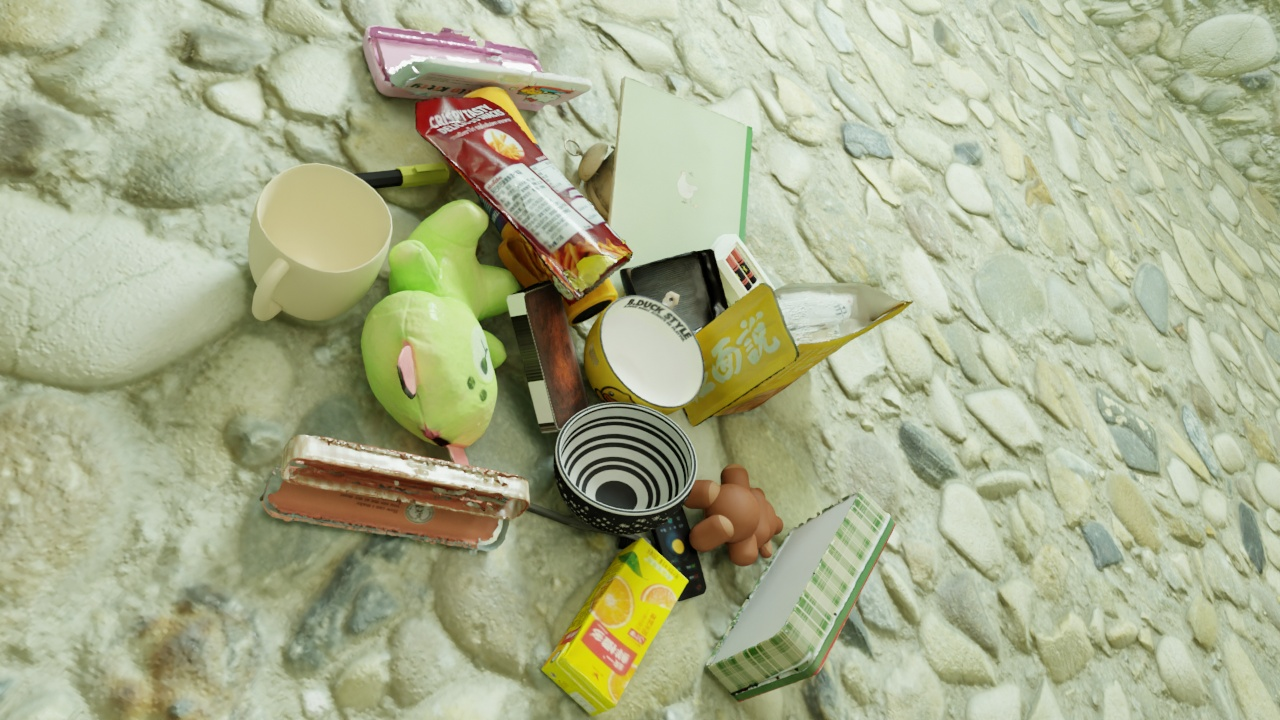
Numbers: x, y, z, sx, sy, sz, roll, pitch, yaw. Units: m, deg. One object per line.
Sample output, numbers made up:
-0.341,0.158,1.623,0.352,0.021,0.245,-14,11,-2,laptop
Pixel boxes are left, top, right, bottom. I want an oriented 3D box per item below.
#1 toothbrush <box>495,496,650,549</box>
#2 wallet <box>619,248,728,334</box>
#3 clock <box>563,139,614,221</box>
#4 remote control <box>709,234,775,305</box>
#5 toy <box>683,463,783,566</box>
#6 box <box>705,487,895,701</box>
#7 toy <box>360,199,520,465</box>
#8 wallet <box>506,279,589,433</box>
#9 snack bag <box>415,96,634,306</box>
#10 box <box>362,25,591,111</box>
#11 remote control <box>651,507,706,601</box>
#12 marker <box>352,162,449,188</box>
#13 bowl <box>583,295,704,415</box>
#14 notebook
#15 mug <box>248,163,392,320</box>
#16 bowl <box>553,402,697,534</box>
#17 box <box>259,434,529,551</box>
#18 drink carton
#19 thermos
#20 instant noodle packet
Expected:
-0.062,0.135,0.778,0.167,0.013,0.013,25,58,-24,toothbrush
0.036,-0.063,0.944,0.114,0.026,0.089,-17,95,-34,wallet
-0.021,-0.198,0.989,0.140,0.055,0.092,31,49,-22,clock
0.123,-0.075,1.009,0.143,0.024,0.049,51,59,-23,remote control
0.092,0.148,0.860,0.127,0.065,0.094,26,53,-55,toy
0.146,0.208,0.824,0.051,0.118,0.204,46,43,1,box
-0.164,-0.021,0.737,0.150,0.107,0.196,68,30,-46,toy
-0.078,-0.005,0.800,0.072,0.019,0.123,-39,118,-63,wallet
-0.095,-0.151,0.791,0.208,0.067,0.138,50,31,-4,snack bag
-0.165,-0.283,0.923,0.201,0.077,0.146,-7,37,-40,box
0.020,0.142,0.833,0.041,0.020,0.151,-4,67,-41,remote control
-0.229,-0.165,0.830,0.123,0.021,0.017,-18,75,-42,marker
-0.005,0.005,0.864,0.117,0.068,0.117,19,54,-28,bowl
0.044,-0.158,0.982,0.181,0.010,0.252,11,79,-33,notebook
-0.254,-0.074,0.699,0.096,0.100,0.119,36,53,-6,mug
-0.017,0.102,0.786,0.120,0.066,0.120,7,44,-7,bowl
-0.175,0.099,0.673,0.186,0.083,0.041,15,44,-28,box
-0.019,0.213,0.742,0.058,0.043,0.134,43,44,-4,drink carton
-0.111,-0.140,0.873,0.091,0.076,0.232,-28,82,-15,thermos
0.160,-0.016,0.940,0.221,0.163,0.084,-10,69,-41,instant noodle packet
